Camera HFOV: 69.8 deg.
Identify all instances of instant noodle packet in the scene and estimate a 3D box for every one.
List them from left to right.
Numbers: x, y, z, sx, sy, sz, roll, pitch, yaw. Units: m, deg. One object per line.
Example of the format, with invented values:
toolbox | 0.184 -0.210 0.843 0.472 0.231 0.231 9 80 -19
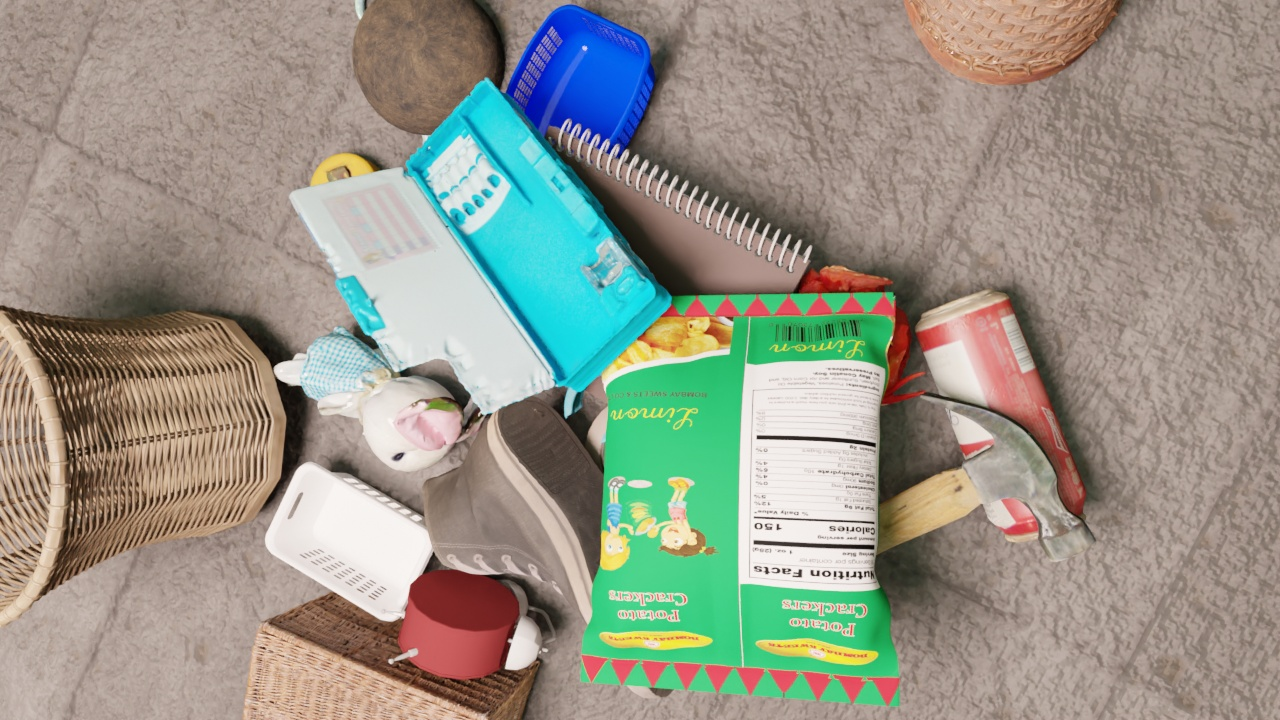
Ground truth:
instant noodle packet | 0.062 0.081 0.586 0.196 0.090 0.252 0 80 13

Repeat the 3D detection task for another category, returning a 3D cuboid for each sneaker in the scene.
sneaker | -0.065 0.153 0.676 0.120 0.095 0.234 -39 87 32

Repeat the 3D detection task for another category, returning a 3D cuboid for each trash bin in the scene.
trash bin | 0.252 -0.277 0.574 0.151 0.210 0.151 0 89 11

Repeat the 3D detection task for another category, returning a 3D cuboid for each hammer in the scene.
hammer | 0.126 0.137 0.648 0.331 0.033 0.132 -32 80 22

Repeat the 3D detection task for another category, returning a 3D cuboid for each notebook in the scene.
notebook | -0.006 -0.054 0.667 0.209 0.022 0.172 30 107 10

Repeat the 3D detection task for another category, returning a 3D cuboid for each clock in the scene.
clock | -0.126 0.197 0.688 0.124 0.087 0.044 10 105 -23

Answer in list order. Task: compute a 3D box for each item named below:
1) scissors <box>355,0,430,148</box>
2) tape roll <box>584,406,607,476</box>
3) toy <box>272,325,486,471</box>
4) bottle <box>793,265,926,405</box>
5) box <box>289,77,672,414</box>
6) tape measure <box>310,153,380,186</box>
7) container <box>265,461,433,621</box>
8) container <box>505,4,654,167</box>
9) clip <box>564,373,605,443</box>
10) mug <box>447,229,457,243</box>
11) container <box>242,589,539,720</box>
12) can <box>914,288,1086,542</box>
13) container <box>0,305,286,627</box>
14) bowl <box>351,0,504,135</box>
scissors | -0.184 -0.243 0.757 0.072 0.033 0.175 -19 90 7
tape roll | 0.006 0.072 0.706 0.094 0.030 0.093 0 89 11
toy | -0.205 0.038 0.720 0.206 0.130 0.106 10 111 23
bottle | 0.147 -0.009 0.647 0.099 0.099 0.111 18 92 11
box | -0.109 -0.069 0.622 0.180 0.074 0.227 -33 64 -7
tape measure | -0.241 -0.141 0.758 0.068 0.030 0.059 -21 87 9
container | -0.225 0.142 0.739 0.129 0.049 0.081 27 94 10
container | -0.046 -0.200 0.706 0.096 0.058 0.114 28 94 10
clip | -0.021 -0.006 0.657 0.113 0.028 0.127 28 108 12
mug | -0.191 -0.083 0.709 0.084 0.104 0.112 -32 84 8
container | -0.191 0.266 0.699 0.198 0.113 0.113 16 95 12
can | 0.252 0.037 0.641 0.067 0.067 0.170 -21 85 10
container | -0.407 0.059 0.680 0.227 0.195 0.227 2 95 25
bowl | -0.172 -0.244 0.722 0.121 0.056 0.121 0 89 2
